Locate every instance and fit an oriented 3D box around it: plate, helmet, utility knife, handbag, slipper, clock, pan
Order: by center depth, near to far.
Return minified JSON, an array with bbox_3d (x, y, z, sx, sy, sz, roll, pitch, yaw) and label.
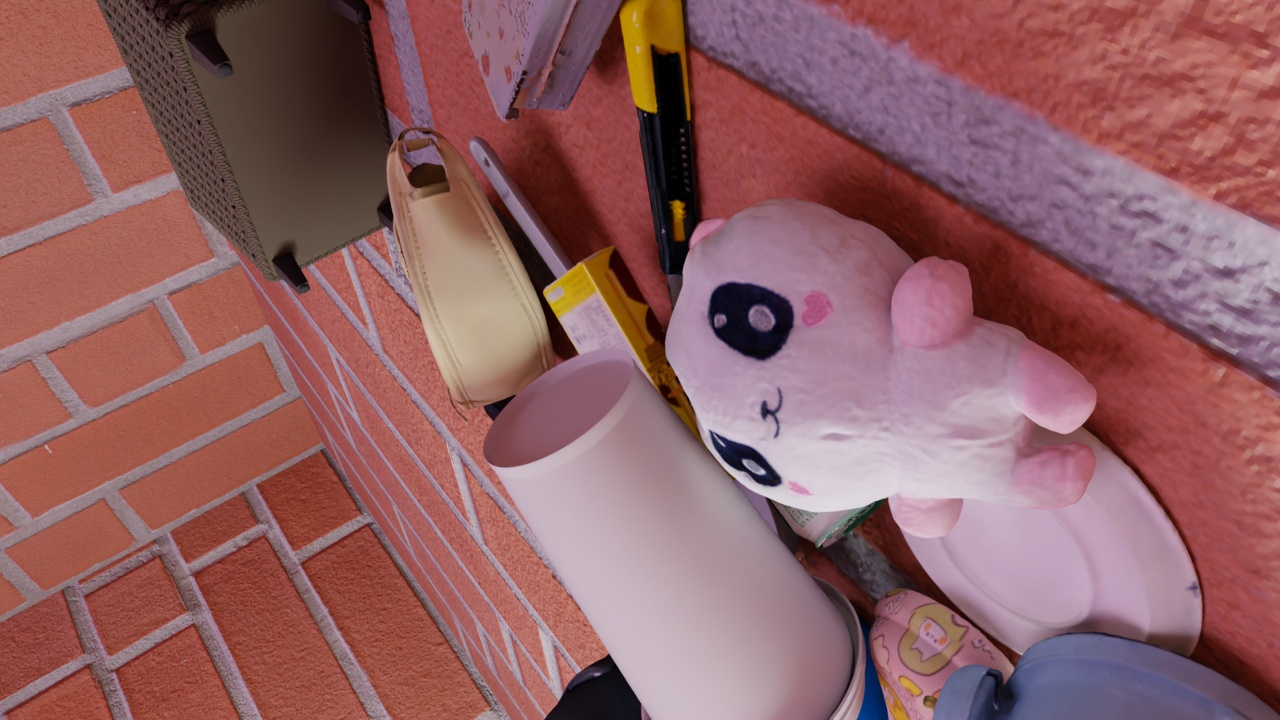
[{"bbox_3d":[0.188,0.173,0.378,0.118,0.059,0.162,54,144,-8],"label":"clock"},{"bbox_3d":[0.164,0.079,0.406,0.157,0.014,0.157,44,152,31],"label":"plate"},{"bbox_3d":[0.160,0.213,0.484,0.197,0.081,0.093,64,165,-18],"label":"slipper"},{"bbox_3d":[0.018,-0.091,0.487,0.020,0.028,0.213,45,155,43],"label":"utility knife"},{"bbox_3d":[-0.004,0.003,0.606,0.356,0.050,0.201,61,156,-3],"label":"pan"},{"bbox_3d":[-0.133,-0.056,0.690,0.233,0.088,0.191,148,99,-83],"label":"handbag"},{"bbox_3d":[0.014,0.365,0.738,0.249,0.235,0.317,62,161,20],"label":"helmet"}]

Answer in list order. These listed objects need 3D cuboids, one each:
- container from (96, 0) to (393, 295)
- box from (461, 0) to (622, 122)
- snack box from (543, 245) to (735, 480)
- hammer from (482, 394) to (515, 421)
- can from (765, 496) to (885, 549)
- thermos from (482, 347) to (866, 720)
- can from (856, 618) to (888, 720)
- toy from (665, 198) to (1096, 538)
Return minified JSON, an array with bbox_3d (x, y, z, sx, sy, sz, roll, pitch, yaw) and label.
[{"bbox_3d":[-0.337,-0.235,0.847,0.205,0.176,0.322,44,152,25],"label":"container"},{"bbox_3d":[-0.032,-0.192,0.413,0.217,0.062,0.081,141,120,-66],"label":"box"},{"bbox_3d":[0.001,0.011,0.532,0.149,0.025,0.061,60,150,-4],"label":"snack box"},{"bbox_3d":[-0.057,0.081,0.732,0.313,0.035,0.139,32,147,51],"label":"hammer"},{"bbox_3d":[0.079,0.045,0.484,0.101,0.053,0.053,53,156,22],"label":"can"},{"bbox_3d":[0.017,0.105,0.464,0.132,0.131,0.222,15,143,58],"label":"thermos"},{"bbox_3d":[0.134,0.232,0.563,0.146,0.078,0.079,61,157,-3],"label":"can"},{"bbox_3d":[0.091,0.007,0.372,0.180,0.101,0.139,23,126,42],"label":"toy"}]
